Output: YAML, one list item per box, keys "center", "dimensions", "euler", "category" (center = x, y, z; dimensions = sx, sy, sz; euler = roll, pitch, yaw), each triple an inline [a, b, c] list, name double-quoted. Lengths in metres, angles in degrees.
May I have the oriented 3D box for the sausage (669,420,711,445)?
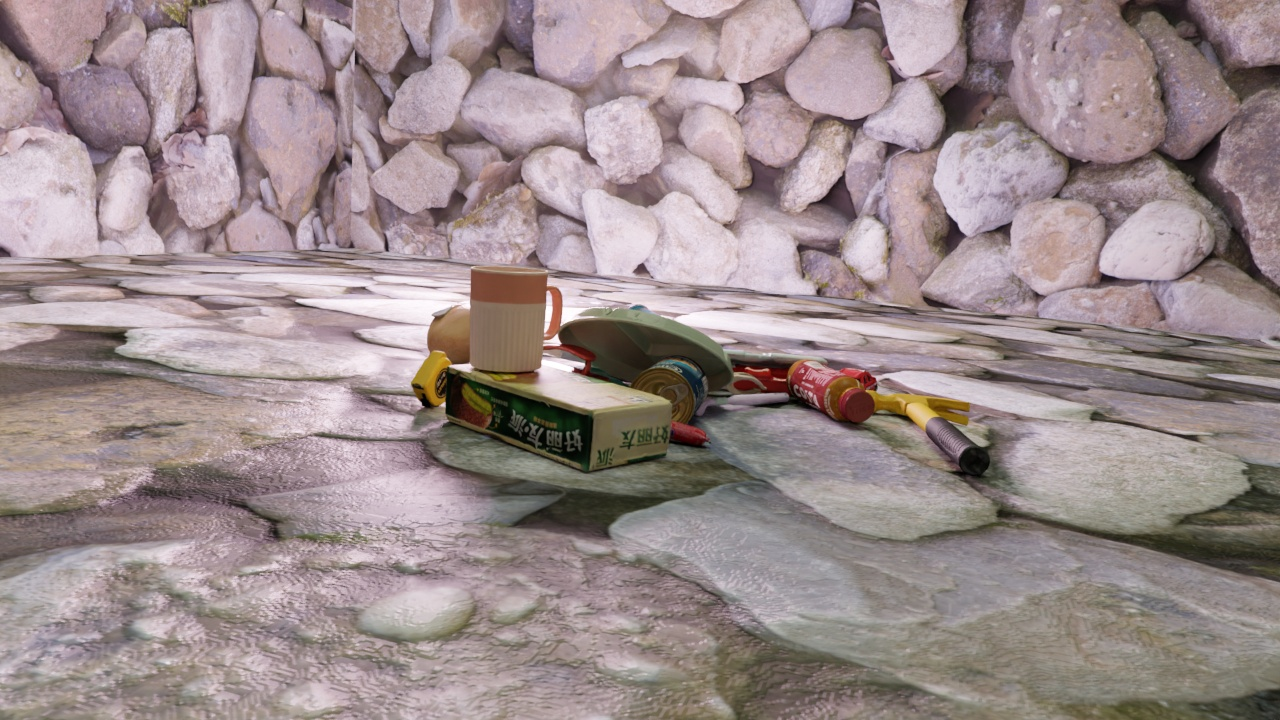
- center: [0.004, 0.066, 0.993]
  dimensions: [0.156, 0.020, 0.020]
  euler: [16, 13, 19]
  category: "sausage"

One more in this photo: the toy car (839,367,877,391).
- center: [0.302, 0.034, 1.297]
  dimensions: [0.053, 0.045, 0.120]
  euler: [10, 9, 25]
  category: "toy car"

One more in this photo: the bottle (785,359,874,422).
- center: [0.245, 0.040, 1.184]
  dimensions: [0.057, 0.057, 0.175]
  euler: [2, 10, -13]
  category: "bottle"

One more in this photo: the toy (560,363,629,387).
- center: [-0.061, 0.025, 1.209]
  dimensions: [0.096, 0.030, 0.092]
  euler: [18, 1, -19]
  category: "toy"

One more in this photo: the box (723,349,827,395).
- center: [0.164, 0.007, 1.320]
  dimensions: [0.201, 0.068, 0.090]
  euler: [4, 9, 3]
  category: "box"

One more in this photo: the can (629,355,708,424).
- center: [0.034, 0.037, 1.053]
  dimensions: [0.075, 0.075, 0.111]
  euler: [6, 9, 12]
  category: "can"

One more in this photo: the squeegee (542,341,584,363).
- center: [-0.127, -0.008, 1.365]
  dimensions: [0.246, 0.039, 0.246]
  euler: [3, 10, -12]
  category: "squeegee"

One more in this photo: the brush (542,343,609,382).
- center: [-0.108, 0.011, 1.163]
  dimensions: [0.063, 0.069, 0.146]
  euler: [-3, 12, -43]
  category: "brush"

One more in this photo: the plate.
- center: [0.008, -0.013, 1.159]
  dimensions: [0.230, 0.027, 0.230]
  euler: [14, -19, 5]
  category: "plate"

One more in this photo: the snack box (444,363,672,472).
- center: [-0.091, 0.050, 0.956]
  dimensions: [0.240, 0.063, 0.114]
  euler: [13, 12, 43]
  category: "snack box"

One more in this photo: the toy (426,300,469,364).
- center: [-0.225, -0.043, 1.298]
  dimensions: [0.143, 0.082, 0.226]
  euler: [-39, 23, -25]
  category: "toy"

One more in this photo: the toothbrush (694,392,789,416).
- center: [0.130, 0.053, 1.178]
  dimensions: [0.188, 0.021, 0.029]
  euler: [-2, 49, -43]
  category: "toothbrush"

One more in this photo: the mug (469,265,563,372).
- center: [-0.132, -0.047, 0.998]
  dimensions: [0.082, 0.106, 0.114]
  euler: [12, 12, 41]
  category: "mug"

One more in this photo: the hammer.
- center: [0.349, 0.079, 1.078]
  dimensions: [0.129, 0.033, 0.300]
  euler: [4, 9, 3]
  category: "hammer"

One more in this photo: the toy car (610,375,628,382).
- center: [-0.008, 0.008, 1.296]
  dimensions: [0.105, 0.049, 0.031]
  euler: [3, 13, -11]
  category: "toy car"

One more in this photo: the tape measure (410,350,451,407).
- center: [-0.242, 0.023, 1.064]
  dimensions: [0.029, 0.057, 0.059]
  euler: [10, 51, 18]
  category: "tape measure"

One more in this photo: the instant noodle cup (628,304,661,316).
- center: [0.029, -0.026, 1.403]
  dimensions: [0.110, 0.099, 0.099]
  euler: [20, 17, 35]
  category: "instant noodle cup"

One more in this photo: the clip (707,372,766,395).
- center: [0.121, 0.033, 1.250]
  dimensions: [0.098, 0.064, 0.034]
  euler: [10, 10, -9]
  category: "clip"
